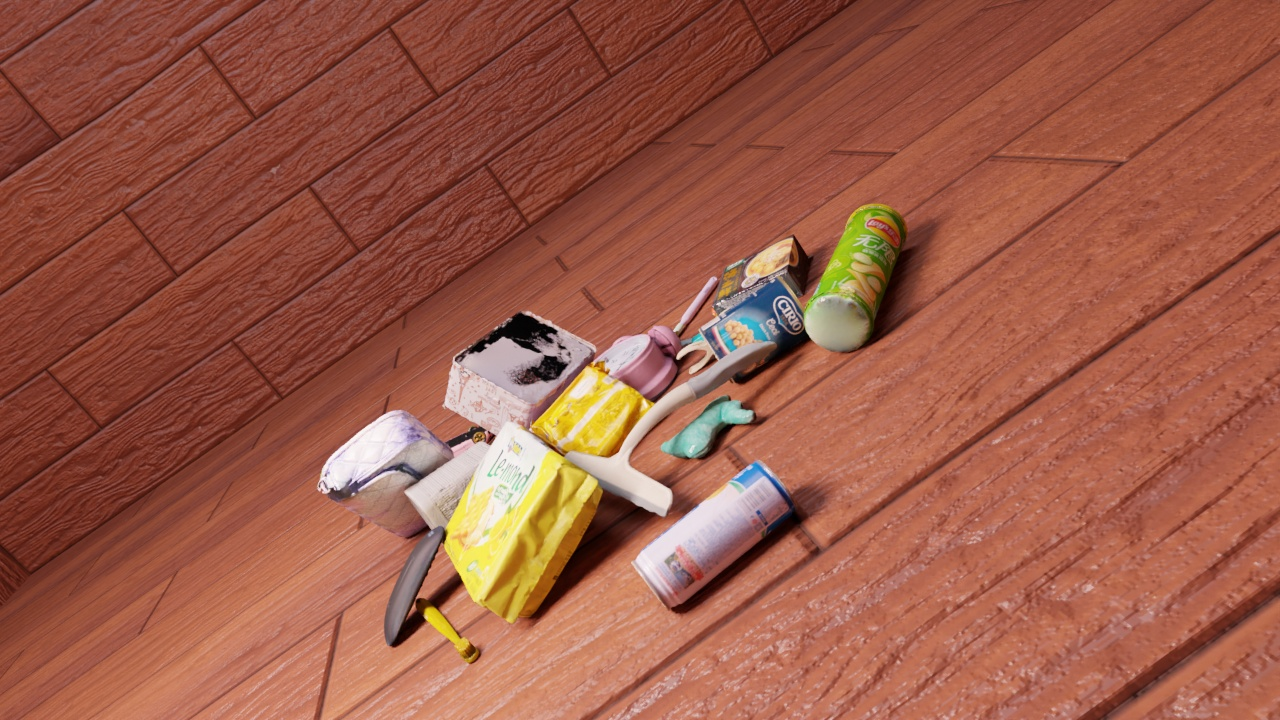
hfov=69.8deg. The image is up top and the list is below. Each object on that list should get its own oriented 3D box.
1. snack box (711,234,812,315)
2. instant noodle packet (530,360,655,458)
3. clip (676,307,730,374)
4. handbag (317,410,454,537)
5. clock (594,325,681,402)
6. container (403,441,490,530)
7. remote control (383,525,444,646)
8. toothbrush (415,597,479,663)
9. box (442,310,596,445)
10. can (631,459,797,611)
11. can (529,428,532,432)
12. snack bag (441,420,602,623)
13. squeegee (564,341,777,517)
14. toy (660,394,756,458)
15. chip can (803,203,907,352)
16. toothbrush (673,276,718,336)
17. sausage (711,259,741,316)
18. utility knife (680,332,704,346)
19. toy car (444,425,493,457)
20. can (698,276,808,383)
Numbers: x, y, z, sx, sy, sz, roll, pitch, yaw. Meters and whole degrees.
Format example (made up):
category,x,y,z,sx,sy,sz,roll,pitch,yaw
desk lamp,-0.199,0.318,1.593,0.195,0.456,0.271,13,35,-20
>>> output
category,x,y,z,sx,sy,sz,roll,pitch,yaw
snack box,0.162,-0.106,1.209,0.113,0.053,0.125,-25,26,28
instant noodle packet,-0.051,0.069,1.065,0.128,0.111,0.044,-44,-23,-24
clip,0.087,-0.035,1.118,0.105,0.083,0.034,-17,22,15
handbag,-0.303,0.150,1.159,0.134,0.194,0.075,-38,63,-5
clock,-0.007,0.007,1.190,0.117,0.060,0.158,-16,24,43
container,-0.205,0.163,1.100,0.114,0.090,0.090,-37,18,-18
remote control,-0.251,0.241,0.994,0.136,0.024,0.053,-66,20,-10
toothbrush,-0.201,0.269,0.934,0.015,0.016,0.190,-41,19,-21
box,-0.158,0.063,1.242,0.181,0.153,0.178,-43,-22,-52
can,0.059,0.141,0.743,0.134,0.053,0.053,-37,18,-8
can,-0.109,0.104,1.110,0.093,0.066,0.067,-43,20,-25
snack bag,-0.126,0.159,0.943,0.158,0.068,0.247,-59,23,-5
squeegee,0.047,0.043,0.942,0.246,0.039,0.247,-38,20,-19
toy,0.074,0.068,0.945,0.091,0.030,0.097,-46,25,-24
chip can,0.236,-0.093,0.997,0.073,0.072,0.220,-21,23,37
toothbrush,0.073,-0.072,1.315,0.188,0.029,0.021,-53,-12,-46
sausage,0.129,-0.104,1.295,0.022,0.021,0.164,-22,22,33
utility knife,0.105,-0.036,1.177,0.208,0.013,0.029,-15,28,40
toy car,-0.278,0.134,1.384,0.122,0.037,0.056,-26,18,-15
can,0.129,-0.033,1.029,0.111,0.075,0.075,-34,18,5
